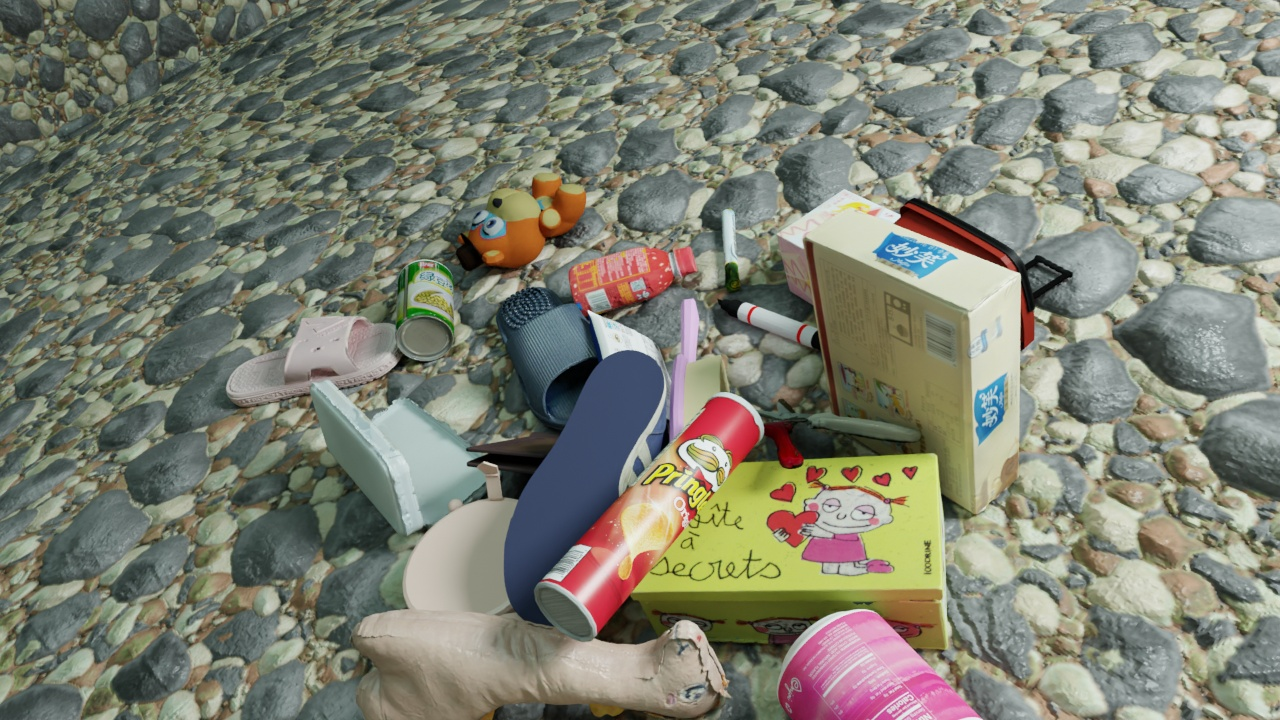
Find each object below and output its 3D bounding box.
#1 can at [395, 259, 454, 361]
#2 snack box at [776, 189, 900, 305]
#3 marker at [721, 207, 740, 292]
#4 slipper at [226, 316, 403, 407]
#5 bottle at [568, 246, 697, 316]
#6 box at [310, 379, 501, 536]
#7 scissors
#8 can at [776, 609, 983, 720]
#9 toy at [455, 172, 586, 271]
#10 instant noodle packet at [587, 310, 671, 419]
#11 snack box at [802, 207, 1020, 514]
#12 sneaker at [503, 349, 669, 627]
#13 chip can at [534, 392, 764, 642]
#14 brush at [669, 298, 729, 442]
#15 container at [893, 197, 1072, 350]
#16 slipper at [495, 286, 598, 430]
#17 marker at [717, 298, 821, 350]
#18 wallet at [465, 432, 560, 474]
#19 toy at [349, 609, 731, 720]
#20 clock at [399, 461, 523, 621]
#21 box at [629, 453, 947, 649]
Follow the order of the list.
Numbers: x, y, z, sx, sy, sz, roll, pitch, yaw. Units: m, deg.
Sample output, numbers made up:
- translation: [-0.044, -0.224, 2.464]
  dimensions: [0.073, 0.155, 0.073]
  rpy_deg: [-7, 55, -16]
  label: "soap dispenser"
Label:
- translation: [-0.255, -0.061, 1.088]
  dimensions: [0.067, 0.067, 0.120]
  rpy_deg: [-19, 40, 3]
  label: "can"
- translation: [0.205, -0.104, 0.915]
  dimensions: [0.093, 0.079, 0.095]
  rpy_deg: [-34, 42, -13]
  label: "snack box"
- translation: [0.101, -0.128, 1.039]
  dimensions: [0.017, 0.017, 0.146]
  rpy_deg: [-12, 41, 12]
  label: "marker"
- translation: [-0.396, -0.009, 1.098]
  dimensions: [0.239, 0.064, 0.094]
  rpy_deg: [-14, 40, 12]
  label: "slipper"
- translation: [-0.007, -0.093, 1.016]
  dimensions: [0.138, 0.062, 0.061]
  rpy_deg: [-14, 40, 8]
  label: "bottle"
- translation: [-0.251, 0.077, 0.903]
  dimensions: [0.129, 0.106, 0.211]
  rpy_deg: [-40, 43, -25]
  label: "box"
- translation: [0.139, 0.055, 0.745]
  dimensions: [0.180, 0.015, 0.196]
  rpy_deg: [-2, 11, 26]
  label: "scissors"
- translation: [0.160, 0.233, 0.552]
  dimensions: [0.088, 0.088, 0.166]
  rpy_deg: [-32, 41, -12]
  label: "can"
- translation: [-0.153, -0.169, 1.152]
  dimensions: [0.176, 0.096, 0.112]
  rpy_deg: [-46, 45, -10]
  label: "toy"
- translation: [-0.005, 0.005, 0.893]
  dimensions: [0.026, 0.087, 0.134]
  rpy_deg: [-51, 32, 24]
  label: "instant noodle packet"
- translation: [0.207, 0.001, 0.698]
  dimensions: [0.055, 0.207, 0.153]
  rpy_deg: [-35, 42, -19]
  label: "snack box"
- translation: [-0.038, 0.117, 0.764]
  dimensions: [0.091, 0.118, 0.232]
  rpy_deg: [14, 67, 11]
  label: "sneaker"
- translation: [0.012, 0.104, 0.650]
  dimensions: [0.052, 0.052, 0.214]
  rpy_deg: [14, 42, 35]
  label: "chip can"
- translation: [0.057, 0.021, 0.836]
  dimensions: [0.043, 0.089, 0.228]
  rpy_deg: [-7, 42, 11]
  label: "brush"
- translation: [0.288, -0.073, 0.817]
  dimensions: [0.200, 0.127, 0.148]
  rpy_deg: [-36, 41, -6]
  label: "container"
- translation: [-0.101, -0.023, 0.965]
  dimensions: [0.101, 0.082, 0.263]
  rpy_deg: [-31, 40, -7]
  label: "slipper"
- translation: [0.131, -0.039, 0.924]
  dimensions: [0.019, 0.019, 0.146]
  rpy_deg: [-43, 44, -23]
  label: "marker"
- translation: [-0.092, 0.081, 0.846]
  dimensions: [0.092, 0.018, 0.115]
  rpy_deg: [2, 7, 27]
  label: "wallet"
- translation: [-0.075, 0.238, 0.659]
  dimensions: [0.264, 0.196, 0.065]
  rpy_deg: [9, 37, -3]
  label: "toy"
- translation: [-0.134, 0.175, 0.764]
  dimensions: [0.131, 0.086, 0.160]
  rpy_deg: [-4, 49, 21]
  label: "clock"
- translation: [0.111, 0.141, 0.684]
  dimensions: [0.221, 0.083, 0.124]
  rpy_deg: [-2, 43, 21]
  label: "box"
